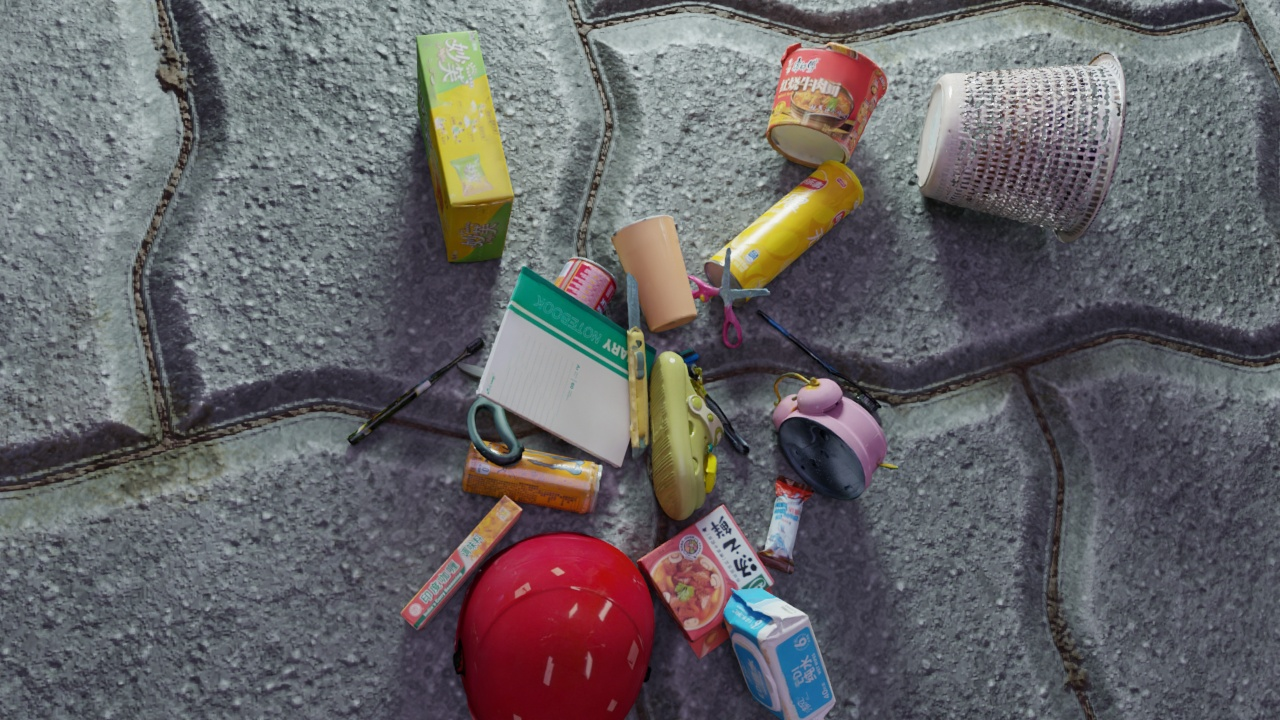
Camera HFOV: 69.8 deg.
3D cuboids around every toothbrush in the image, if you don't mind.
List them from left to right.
[{"bbox_3d":[-0.250,0.032,1.027,0.185,0.017,0.012,-39,86,-16],"label":"toothbrush"},{"bbox_3d":[0.214,0.000,1.111,0.189,0.014,0.016,39,96,4],"label":"toothbrush"}]

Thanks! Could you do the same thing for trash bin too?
[{"bbox_3d":[0.454,-0.268,1.131,0.192,0.228,0.227,7,73,6],"label":"trash bin"}]

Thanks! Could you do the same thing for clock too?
[{"bbox_3d":[0.207,0.080,1.036,0.059,0.117,0.158,-40,86,-27],"label":"clock"}]

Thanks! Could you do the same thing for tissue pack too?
[{"bbox_3d":[0.140,0.307,0.951,0.063,0.090,0.140,-25,106,-21],"label":"tissue pack"}]

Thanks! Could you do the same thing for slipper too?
[{"bbox_3d":[0.056,0.081,1.026,0.081,0.092,0.190,-2,72,-12],"label":"slipper"}]

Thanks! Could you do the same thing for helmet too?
[{"bbox_3d":[-0.082,0.289,0.920,0.207,0.144,0.239,8,75,-9],"label":"helmet"}]

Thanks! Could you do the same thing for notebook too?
[{"bbox_3d":[-0.073,0.011,1.001,0.209,0.012,0.150,32,67,-38],"label":"notebook"}]

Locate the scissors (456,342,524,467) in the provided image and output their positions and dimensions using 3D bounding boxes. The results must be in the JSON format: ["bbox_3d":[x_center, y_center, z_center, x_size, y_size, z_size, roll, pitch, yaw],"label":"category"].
[{"bbox_3d":[-0.129,0.052,1.010,0.170,0.019,0.178,17,48,-6],"label":"scissors"}]

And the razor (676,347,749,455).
[{"bbox_3d":[0.084,0.051,1.073,0.142,0.022,0.042,58,30,5],"label":"razor"}]

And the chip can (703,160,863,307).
[{"bbox_3d":[0.175,-0.156,1.118,0.213,0.072,0.072,-40,84,-16],"label":"chip can"}]

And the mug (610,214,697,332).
[{"bbox_3d":[0.020,-0.099,1.078,0.078,0.078,0.122,-16,82,-13],"label":"mug"}]

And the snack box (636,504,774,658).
[{"bbox_3d":[0.077,0.242,1.005,0.113,0.044,0.127,-32,82,-16],"label":"snack box"}]

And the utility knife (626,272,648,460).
[{"bbox_3d":[-0.006,0.006,1.049,0.030,0.022,0.213,-3,85,-50],"label":"utility knife"}]

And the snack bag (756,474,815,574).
[{"bbox_3d":[0.164,0.187,1.044,0.048,0.026,0.104,18,72,9],"label":"snack bag"}]

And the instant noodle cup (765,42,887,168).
[{"bbox_3d":[0.225,-0.310,1.142,0.138,0.138,0.108,21,81,-3],"label":"instant noodle cup"}]

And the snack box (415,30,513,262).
[{"bbox_3d":[-0.202,-0.236,1.035,0.070,0.158,0.210,-11,76,-15],"label":"snack box"}]

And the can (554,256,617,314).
[{"bbox_3d":[-0.076,-0.063,1.055,0.066,0.067,0.093,28,72,0],"label":"can"}]

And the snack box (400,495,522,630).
[{"bbox_3d":[-0.184,0.211,0.956,0.027,0.077,0.155,40,73,3],"label":"snack box"}]

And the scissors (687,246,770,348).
[{"bbox_3d":[0.099,-0.070,1.071,0.017,0.134,0.135,-32,113,-40],"label":"scissors"}]

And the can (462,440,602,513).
[{"bbox_3d":[-0.118,0.127,1.000,0.146,0.058,0.058,12,73,-6],"label":"can"}]
